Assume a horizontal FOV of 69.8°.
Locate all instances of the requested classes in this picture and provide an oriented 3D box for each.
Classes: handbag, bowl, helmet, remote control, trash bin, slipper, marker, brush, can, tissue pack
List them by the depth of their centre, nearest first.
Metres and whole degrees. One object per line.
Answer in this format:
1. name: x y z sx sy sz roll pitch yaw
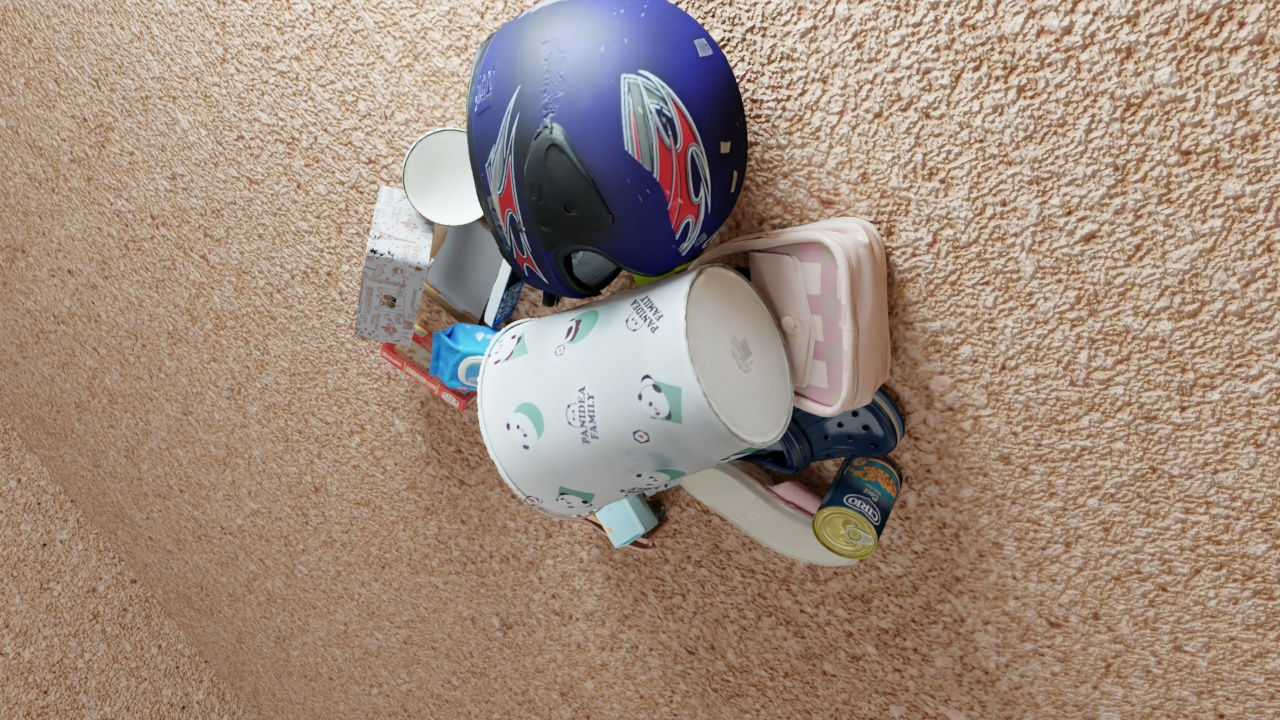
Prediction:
1. helmet: -0.016 -0.195 0.894 0.241 0.246 0.316 12 134 26
2. trash bin: 0.001 0.029 0.939 0.253 0.228 0.229 -20 108 36
3. handbag: 0.144 -0.052 0.981 0.235 0.093 0.193 8 112 37
4. slipper: 0.168 0.076 1.053 0.253 0.095 0.105 -5 120 31
5. can: 0.251 0.163 1.054 0.075 0.110 0.075 18 130 22
6. bowl: -0.233 -0.228 1.119 0.066 0.116 0.116 -127 18 -63
7. slipper: 0.163 0.179 1.131 0.274 0.054 0.114 32 145 -20
8. marker: -0.108 -0.123 1.156 0.022 0.020 0.132 15 130 4
9. remote control: -0.173 -0.097 1.196 0.024 0.048 0.125 38 133 10
10. tissue pack: -0.208 0.002 1.249 0.157 0.052 0.095 8 137 -15
11. brush: -0.038 0.223 1.320 0.146 0.063 0.073 17 118 24

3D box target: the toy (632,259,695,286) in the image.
1. toy: 0.021 -0.119 1.065 0.097 0.031 0.100 15 128 27

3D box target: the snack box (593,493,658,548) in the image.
1. snack box: -0.047 0.164 1.237 0.052 0.074 0.175 -34 80 13

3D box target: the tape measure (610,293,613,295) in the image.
1. tape measure: -0.010 -0.049 1.124 0.066 0.033 0.066 2 111 42

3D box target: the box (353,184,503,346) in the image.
1. box: -0.268 -0.116 1.211 0.184 0.154 0.183 12 138 -15

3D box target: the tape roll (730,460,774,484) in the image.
1. tape roll: 0.136 0.168 1.200 0.086 0.013 0.086 18 129 23

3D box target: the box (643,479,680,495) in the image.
1. box: 0.030 0.081 1.178 0.101 0.095 0.202 -6 135 -7

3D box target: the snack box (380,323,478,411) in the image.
1. snack box: -0.294 0.008 1.331 0.153 0.075 0.026 32 132 11

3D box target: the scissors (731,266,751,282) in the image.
1. scissors: 0.075 -0.041 1.091 0.226 0.015 0.189 27 130 21
